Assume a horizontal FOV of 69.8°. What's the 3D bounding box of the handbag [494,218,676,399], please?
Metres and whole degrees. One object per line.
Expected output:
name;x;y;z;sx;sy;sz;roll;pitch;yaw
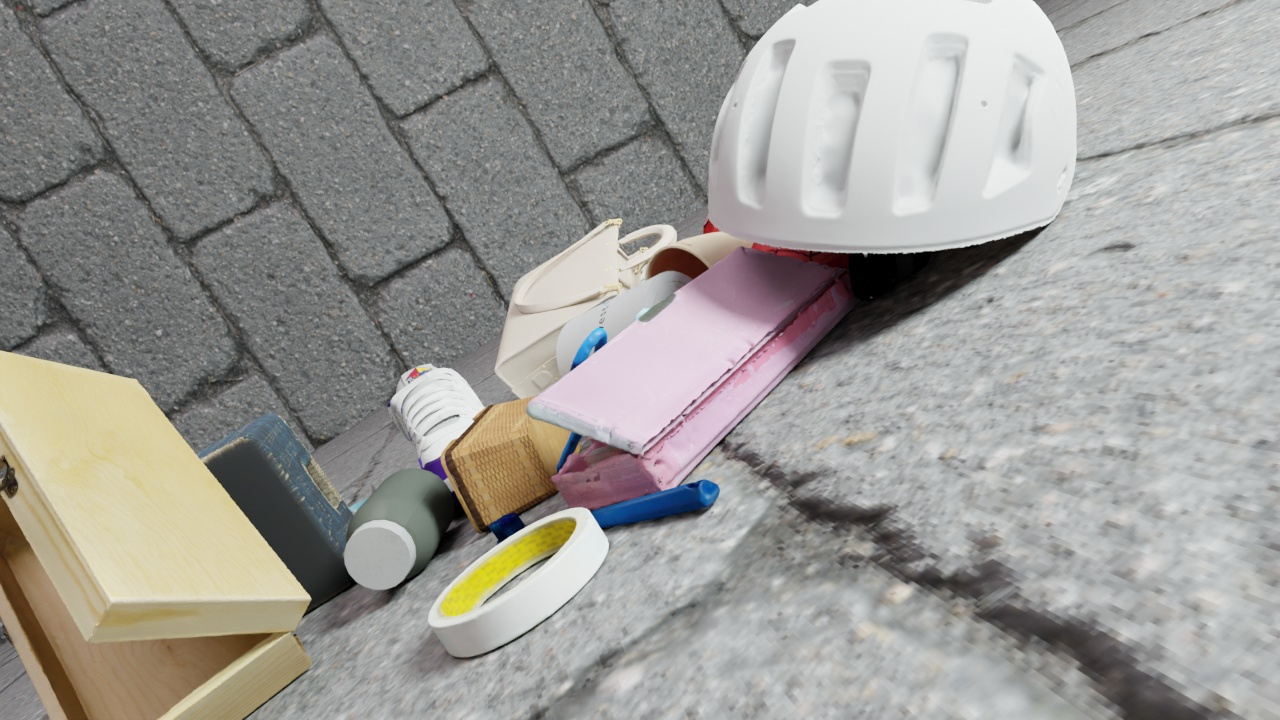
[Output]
handbag;-0.042;-0.065;0.912;0.198;0.101;0.194;-36;25;19

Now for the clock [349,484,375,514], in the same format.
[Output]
clock;-0.272;0.159;0.809;0.122;0.042;0.088;-36;10;-37

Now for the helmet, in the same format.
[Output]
helmet;0.159;-0.149;0.599;0.225;0.184;0.281;7;44;36

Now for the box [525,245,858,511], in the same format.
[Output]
box;0.036;-0.007;0.560;0.231;0.080;0.099;-39;11;-39

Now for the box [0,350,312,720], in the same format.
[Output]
box;-0.317;0.108;0.557;0.141;0.248;0.180;-21;-44;-42

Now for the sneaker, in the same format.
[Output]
sneaker;-0.168;0.055;0.799;0.091;0.111;0.244;-34;9;-13

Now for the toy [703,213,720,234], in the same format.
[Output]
toy;0.114;-0.140;0.959;0.148;0.099;0.215;-29;10;30

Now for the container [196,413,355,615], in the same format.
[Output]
container;-0.329;0.151;0.712;0.187;0.145;0.071;-32;13;0

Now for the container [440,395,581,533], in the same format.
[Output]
container;-0.086;0.065;0.648;0.061;0.063;0.113;-22;11;13

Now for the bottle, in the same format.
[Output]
bottle;-0.167;0.116;0.633;0.060;0.060;0.108;-31;9;5

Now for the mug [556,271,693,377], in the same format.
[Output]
mug;-0.004;0.004;0.676;0.097;0.083;0.119;-24;40;41

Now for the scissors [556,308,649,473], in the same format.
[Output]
scissors;-0.022;0.018;0.607;0.108;0.018;0.131;-38;-29;-35

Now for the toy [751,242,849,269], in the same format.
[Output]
toy;0.148;-0.093;0.723;0.133;0.062;0.092;-18;18;8

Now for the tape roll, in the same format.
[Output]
tape roll;-0.060;0.108;0.453;0.094;0.019;0.094;-31;9;5

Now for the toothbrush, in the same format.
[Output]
toothbrush;-0.028;0.082;0.491;0.190;0.017;0.016;-22;14;48

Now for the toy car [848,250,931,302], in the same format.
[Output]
toy car;0.166;-0.071;0.601;0.036;0.042;0.091;6;32;38

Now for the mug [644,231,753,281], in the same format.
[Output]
mug;0.063;-0.061;0.804;0.104;0.085;0.112;-27;-26;-43

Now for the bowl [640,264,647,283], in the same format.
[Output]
bowl;-0.003;-0.069;1.089;0.177;0.058;0.176;-31;9;5
